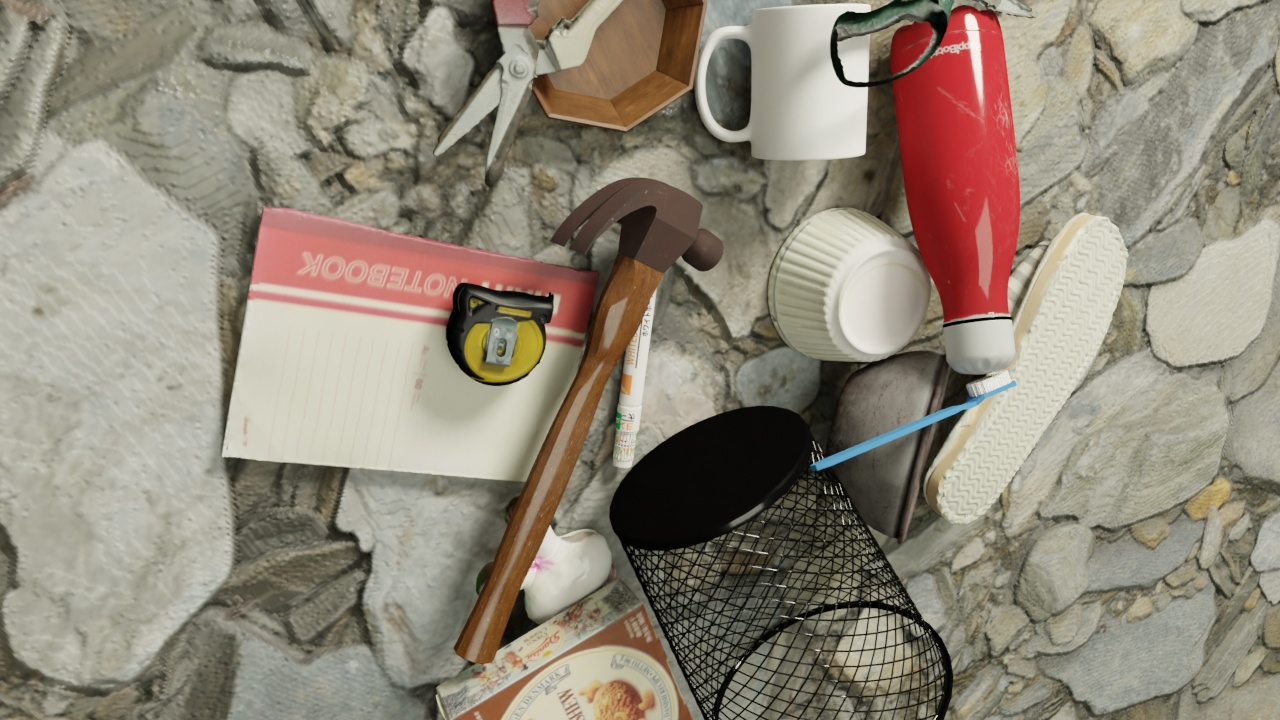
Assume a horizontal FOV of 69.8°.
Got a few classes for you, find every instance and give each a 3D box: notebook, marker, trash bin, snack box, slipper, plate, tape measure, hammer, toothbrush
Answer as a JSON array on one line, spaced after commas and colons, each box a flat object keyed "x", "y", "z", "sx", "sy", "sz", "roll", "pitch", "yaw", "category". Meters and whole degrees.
[{"x": -0.138, "y": -0.001, "z": 0.574, "sx": 0.208, "sy": 0.012, "sz": 0.153, "roll": 8, "pitch": 102, "yaw": -26, "category": "notebook"}, {"x": -0.004, "y": 0.004, "z": 0.630, "sx": 0.017, "sy": 0.017, "sz": 0.145, "roll": 1, "pitch": 105, "yaw": -24, "category": "marker"}, {"x": 0.089, "y": 0.157, "z": 0.634, "sx": 0.184, "sy": 0.184, "sz": 0.210, "roll": -33, "pitch": 110, "yaw": -11, "category": "trash bin"}, {"x": -0.044, "y": 0.248, "z": 0.630, "sx": 0.146, "sy": 0.041, "sz": 0.143, "roll": -27, "pitch": 113, "yaw": -16, "category": "snack box"}, {"x": 0.306, "y": 0.007, "z": 0.744, "sx": 0.114, "sy": 0.054, "sz": 0.272, "roll": 30, "pitch": 88, "yaw": -32, "category": "slipper"}, {"x": -0.023, "y": -0.205, "z": 0.552, "sx": 0.131, "sy": 0.025, "sz": 0.131, "roll": -7, "pitch": 109, "yaw": -21, "category": "plate"}, {"x": -0.087, "y": -0.015, "z": 0.565, "sx": 0.061, "sy": 0.034, "sz": 0.061, "roll": 5, "pitch": 104, "yaw": -25, "category": "tape measure"}, {"x": -0.045, "y": 0.040, "z": 0.578, "sx": 0.115, "sy": 0.033, "sz": 0.323, "roll": 20, "pitch": 95, "yaw": -46, "category": "hammer"}, {"x": 0.175, "y": 0.037, "z": 0.584, "sx": 0.166, "sy": 0.016, "sz": 0.014, "roll": -18, "pitch": 88, "yaw": -23, "category": "toothbrush"}]

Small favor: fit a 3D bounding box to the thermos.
[{"x": 0.216, "y": -0.110, "z": 0.615, "sx": 0.073, "sy": 0.073, "sz": 0.239, "roll": -3, "pitch": 85, "yaw": -23, "category": "thermos"}]

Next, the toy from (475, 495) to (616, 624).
[{"x": -0.057, "y": 0.150, "z": 0.642, "sx": 0.122, "sy": 0.038, "sz": 0.079, "roll": 39, "pitch": 79, "yaw": -26, "category": "toy"}]

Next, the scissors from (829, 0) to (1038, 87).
[{"x": 0.170, "y": -0.221, "z": 0.559, "sx": 0.206, "sy": 0.015, "sz": 0.179, "roll": 16, "pitch": 72, "yaw": -21, "category": "scissors"}]

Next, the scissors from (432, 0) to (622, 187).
[{"x": -0.049, "y": -0.201, "z": 0.517, "sx": 0.179, "sy": 0.015, "sz": 0.187, "roll": -20, "pitch": 114, "yaw": -17, "category": "scissors"}]

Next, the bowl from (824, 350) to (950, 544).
[{"x": 0.179, "y": 0.055, "z": 0.677, "sx": 0.145, "sy": 0.067, "sz": 0.145, "roll": 15, "pitch": 89, "yaw": -71, "category": "bowl"}]

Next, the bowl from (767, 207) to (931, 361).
[{"x": 0.157, "y": -0.048, "z": 0.658, "sx": 0.115, "sy": 0.062, "sz": 0.115, "roll": -7, "pitch": 109, "yaw": -21, "category": "bowl"}]

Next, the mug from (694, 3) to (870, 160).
[{"x": 0.090, "y": -0.178, "z": 0.591, "sx": 0.110, "sy": 0.073, "sz": 0.090, "roll": -1, "pitch": 108, "yaw": 3, "category": "mug"}]
